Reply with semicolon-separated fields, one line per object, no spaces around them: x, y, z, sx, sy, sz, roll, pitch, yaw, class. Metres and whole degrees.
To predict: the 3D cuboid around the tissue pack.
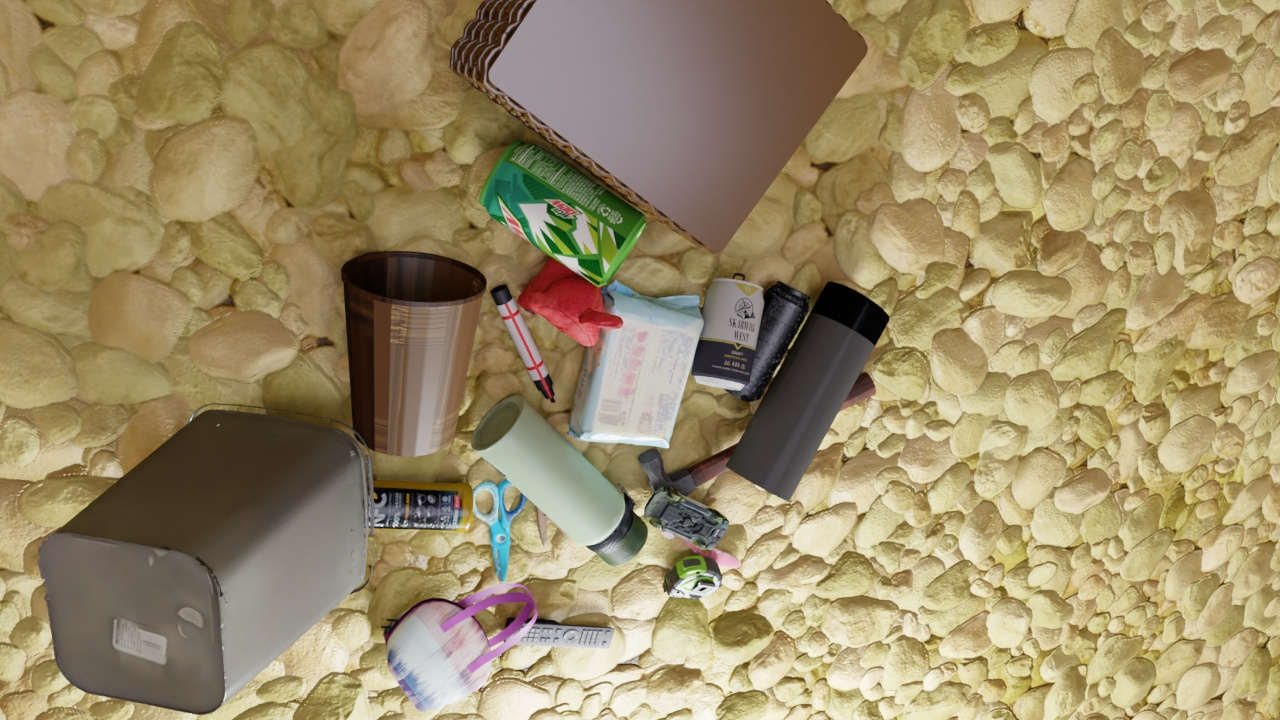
-0.006;0.006;0.994;0.112;0.070;0.182;9;105;-22;tissue pack

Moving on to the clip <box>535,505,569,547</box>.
-0.110;0.188;1.056;0.039;0.024;0.060;-36;107;-6;clip

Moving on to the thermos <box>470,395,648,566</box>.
-0.080;0.138;1.017;0.082;0.082;0.231;-42;117;0;thermos

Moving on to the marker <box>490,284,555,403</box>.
-0.121;-0.013;0.975;0.019;0.019;0.146;-27;117;-8;marker

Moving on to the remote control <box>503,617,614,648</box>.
-0.099;0.333;1.120;0.136;0.015;0.032;10;107;-22;remote control

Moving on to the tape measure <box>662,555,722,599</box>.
0.069;0.271;1.134;0.065;0.035;0.059;13;124;-22;tape measure

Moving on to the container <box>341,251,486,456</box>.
-0.223;-0.004;0.889;0.132;0.132;0.167;1;116;-19;container

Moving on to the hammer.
0.151;0.095;1.105;0.300;0.028;0.111;-27;116;-7;hammer

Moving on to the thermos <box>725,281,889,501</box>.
0.191;0.035;1.043;0.082;0.082;0.240;29;90;-26;thermos

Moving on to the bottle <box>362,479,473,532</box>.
-0.273;0.152;0.968;0.186;0.053;0.053;6;108;-21;bottle

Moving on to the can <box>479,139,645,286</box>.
-0.074;-0.141;0.880;0.144;0.083;0.083;33;98;-1;can

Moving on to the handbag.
-0.199;0.315;1.052;0.170;0.068;0.144;-28;116;-8;handbag

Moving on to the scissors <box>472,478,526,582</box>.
-0.161;0.196;1.048;0.066;0.015;0.135;-6;110;-19;scissors

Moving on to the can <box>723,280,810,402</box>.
0.141;-0.020;1.041;0.054;0.054;0.138;23;102;-25;can

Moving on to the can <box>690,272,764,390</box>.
0.097;-0.034;1.001;0.064;0.064;0.127;12;86;-23;can

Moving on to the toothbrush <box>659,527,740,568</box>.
0.075;0.233;1.139;0.135;0.016;0.022;31;112;-26;toothbrush

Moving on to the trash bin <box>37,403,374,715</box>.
-0.374;0.172;0.812;0.197;0.219;0.198;7;109;7;trash bin

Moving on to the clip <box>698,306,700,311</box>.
0.057;-0.036;1.031;0.014;0.041;0.052;-2;78;-20;clip

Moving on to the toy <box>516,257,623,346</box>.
-0.060;-0.071;0.917;0.088;0.133;0.094;34;88;-37;toy

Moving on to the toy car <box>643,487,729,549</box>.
0.052;0.181;1.070;0.105;0.033;0.048;28;105;-20;toy car

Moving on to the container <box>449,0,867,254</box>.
0.005;-0.269;0.807;0.251;0.214;0.220;33;97;-27;container
